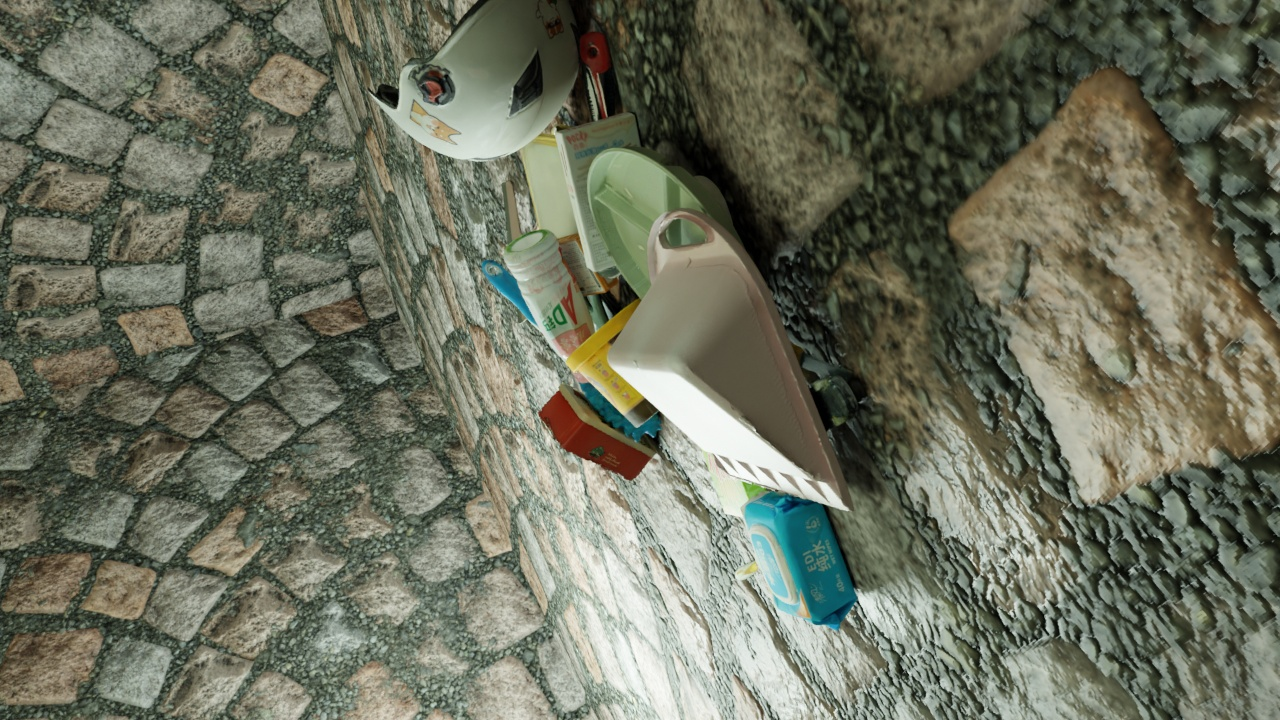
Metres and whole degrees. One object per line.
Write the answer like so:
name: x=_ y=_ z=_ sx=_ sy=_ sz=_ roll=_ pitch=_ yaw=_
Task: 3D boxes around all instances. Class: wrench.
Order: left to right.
wrench: x=-0.038 y=-0.222 z=1.024 sx=0.056 sy=0.016 sz=0.274 roll=5 pitch=115 yaw=20

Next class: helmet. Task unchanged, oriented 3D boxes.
helmet: x=-0.163 y=-0.319 z=1.040 sx=0.275 sy=0.229 sz=0.157 roll=-14 pitch=122 yaw=46

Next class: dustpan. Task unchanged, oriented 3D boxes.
dustpan: x=0.090 y=-0.002 z=0.852 sx=0.273 sy=0.138 sz=0.223 roll=41 pitch=166 yaw=-23

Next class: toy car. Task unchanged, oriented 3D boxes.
toy car: x=0.160 y=0.040 z=0.792 sx=0.043 sy=0.034 sz=0.091 roll=63 pitch=161 yaw=12

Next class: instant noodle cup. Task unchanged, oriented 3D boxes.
instant noodle cup: x=-0.006 y=0.006 z=1.073 sx=0.114 sy=0.118 sz=0.119 roll=49 pitch=160 yaw=1

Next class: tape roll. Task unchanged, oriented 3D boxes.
tape roll: x=0.063 y=-0.138 z=0.897 sx=0.085 sy=0.013 sz=0.086 roll=54 pitch=156 yaw=37

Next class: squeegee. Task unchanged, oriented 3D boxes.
squeegee: x=-0.153 y=-0.212 z=1.366 sx=0.250 sy=0.040 sz=0.247 roll=136 pitch=129 yaw=-64

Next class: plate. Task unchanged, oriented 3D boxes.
plate: x=0.030 y=-0.113 z=0.912 sx=0.230 sy=0.027 sz=0.231 roll=42 pitch=157 yaw=22

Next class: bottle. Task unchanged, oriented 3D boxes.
bottle: x=-0.099 y=-0.061 z=1.126 sx=0.068 sy=0.068 sz=0.197 roll=35 pitch=152 yaw=58

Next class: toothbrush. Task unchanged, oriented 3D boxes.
toothbrush: x=0.139 y=0.243 z=1.088 sx=0.016 sy=0.018 sz=0.192 roll=65 pitch=161 yaw=16

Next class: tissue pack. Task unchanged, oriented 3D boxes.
tissue pack: x=0.156 y=0.198 z=0.925 sx=0.140 sy=0.063 sz=0.090 roll=70 pitch=161 yaw=-4

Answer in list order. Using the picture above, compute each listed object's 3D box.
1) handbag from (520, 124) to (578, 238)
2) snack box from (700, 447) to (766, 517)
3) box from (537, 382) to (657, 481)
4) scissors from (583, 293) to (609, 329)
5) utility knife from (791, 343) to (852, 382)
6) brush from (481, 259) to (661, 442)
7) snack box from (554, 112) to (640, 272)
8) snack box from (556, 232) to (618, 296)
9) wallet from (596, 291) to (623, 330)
handbag: x=-0.062 y=-0.201 z=1.122 sx=0.179 sy=0.063 sz=0.163 roll=20 pitch=131 yaw=46
snack box: x=0.097 y=0.103 z=1.042 sx=0.156 sy=0.026 sz=0.086 roll=70 pitch=162 yaw=-4
box: x=-0.065 y=0.106 z=1.278 sx=0.168 sy=0.076 sz=0.091 roll=33 pitch=-169 yaw=-45
scissors: x=-0.039 y=-0.059 z=1.183 sx=0.181 sy=0.019 sz=0.171 roll=56 pitch=153 yaw=-4
utility knife: x=0.113 y=-0.016 z=0.844 sx=0.209 sy=0.015 sz=0.033 roll=26 pitch=148 yaw=47
brush: x=-0.095 y=-0.014 z=1.232 sx=0.314 sy=0.060 sz=0.109 roll=46 pitch=180 yaw=-22
snack box: x=-0.033 y=-0.182 z=1.001 sx=0.027 sy=0.084 sz=0.157 roll=-140 pitch=34 yaw=-62
snack box: x=-0.094 y=-0.116 z=1.154 sx=0.154 sy=0.026 sz=0.075 roll=-3 pitch=121 yaw=55
wallet: x=-0.038 y=-0.044 z=1.265 sx=0.121 sy=0.019 sz=0.097 roll=52 pitch=156 yaw=44
